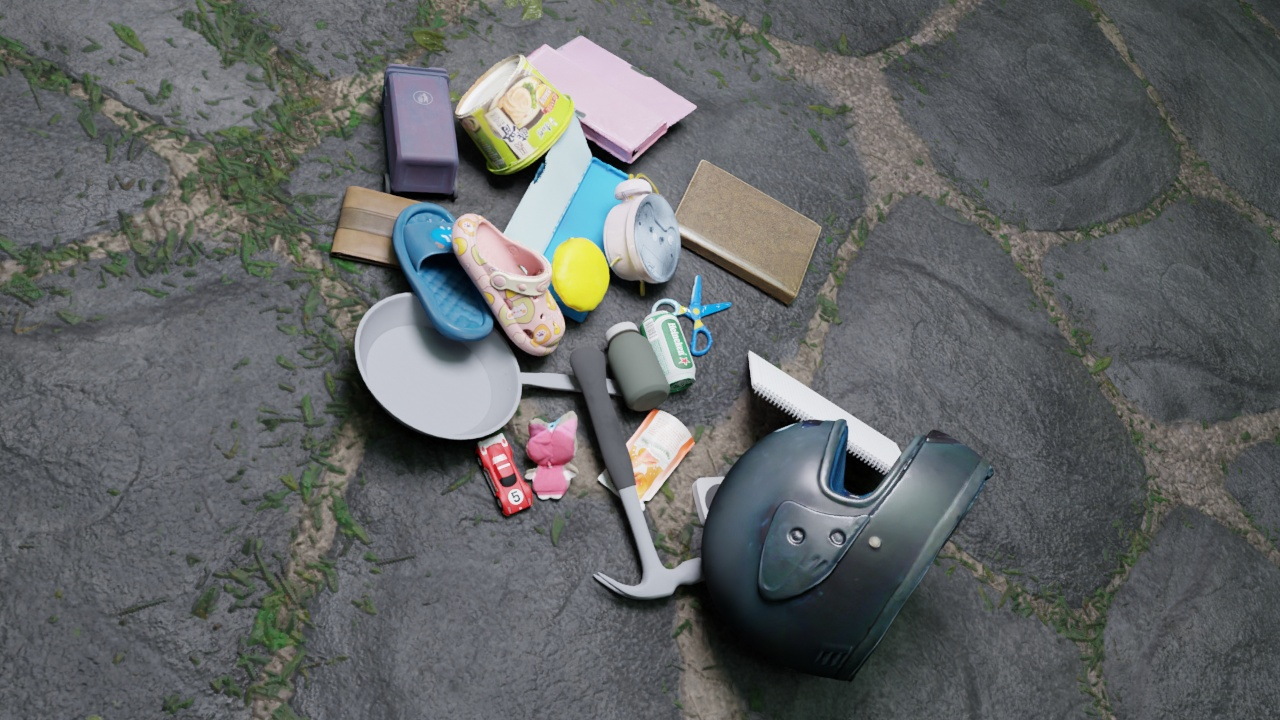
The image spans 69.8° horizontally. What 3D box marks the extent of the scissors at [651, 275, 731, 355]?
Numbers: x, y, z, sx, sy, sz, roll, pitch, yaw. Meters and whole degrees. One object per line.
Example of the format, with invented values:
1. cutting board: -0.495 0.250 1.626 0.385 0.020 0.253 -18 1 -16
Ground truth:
1. scissors: 0.067 -0.065 1.260 0.127 0.015 0.125 17 61 -15

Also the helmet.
1. helmet: 0.204 0.181 1.024 0.236 0.249 0.316 35 95 18

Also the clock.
1. clock: 0.004 -0.177 1.226 0.116 0.059 0.157 35 58 -53

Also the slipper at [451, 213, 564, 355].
1. slipper: -0.141 -0.098 1.088 0.197 0.082 0.093 55 28 -25

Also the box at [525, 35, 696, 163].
1. box: -0.053 -0.396 1.337 0.233 0.039 0.178 34 57 14

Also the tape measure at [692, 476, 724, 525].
1. tape measure: 0.100 0.176 1.144 0.064 0.017 0.065 0 65 -21

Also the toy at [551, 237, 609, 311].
1. toy: -0.074 -0.108 1.148 0.095 0.041 0.094 -18 100 -49

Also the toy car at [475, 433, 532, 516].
1. toy car: -0.157 0.132 1.062 0.038 0.025 0.089 -20 73 -28

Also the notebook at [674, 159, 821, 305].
1. notebook: 0.143 -0.173 1.328 0.215 0.035 0.189 30 59 -5

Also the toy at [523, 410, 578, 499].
1. toy: -0.107 0.110 1.082 0.065 0.050 0.102 -3 100 -22

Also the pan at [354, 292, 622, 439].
1. pan: -0.167 0.021 1.097 0.356 0.051 0.200 11 50 -33

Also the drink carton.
1. drink carton: 0.008 0.124 1.129 0.069 0.039 0.122 40 64 2

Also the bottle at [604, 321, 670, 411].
1. bottle: -0.007 0.007 1.154 0.060 0.060 0.108 -9 57 -25

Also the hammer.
1. hammer: -0.027 0.131 1.087 0.124 0.030 0.310 -14 77 -19

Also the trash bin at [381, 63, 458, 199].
1. trash bin: -0.289 -0.298 1.196 0.093 0.092 0.160 -1 61 -22

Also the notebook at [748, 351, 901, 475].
1. notebook: 0.245 0.075 1.187 0.245 0.013 0.177 32 14 -3

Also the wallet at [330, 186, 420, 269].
1. wallet: -0.317 -0.163 1.153 0.121 0.027 0.098 12 64 -17

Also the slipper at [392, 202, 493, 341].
1. slipper: -0.234 -0.113 1.098 0.103 0.059 0.213 1 52 -38

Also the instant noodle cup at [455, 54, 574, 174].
1. instant noodle cup: -0.170 -0.326 1.208 0.098 0.146 0.145 47 51 -33

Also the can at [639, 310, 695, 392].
1. can: 0.035 -0.013 1.194 0.053 0.053 0.101 -9 68 -25

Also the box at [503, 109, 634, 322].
1. box: -0.097 -0.189 1.224 0.170 0.071 0.242 43 53 -30
